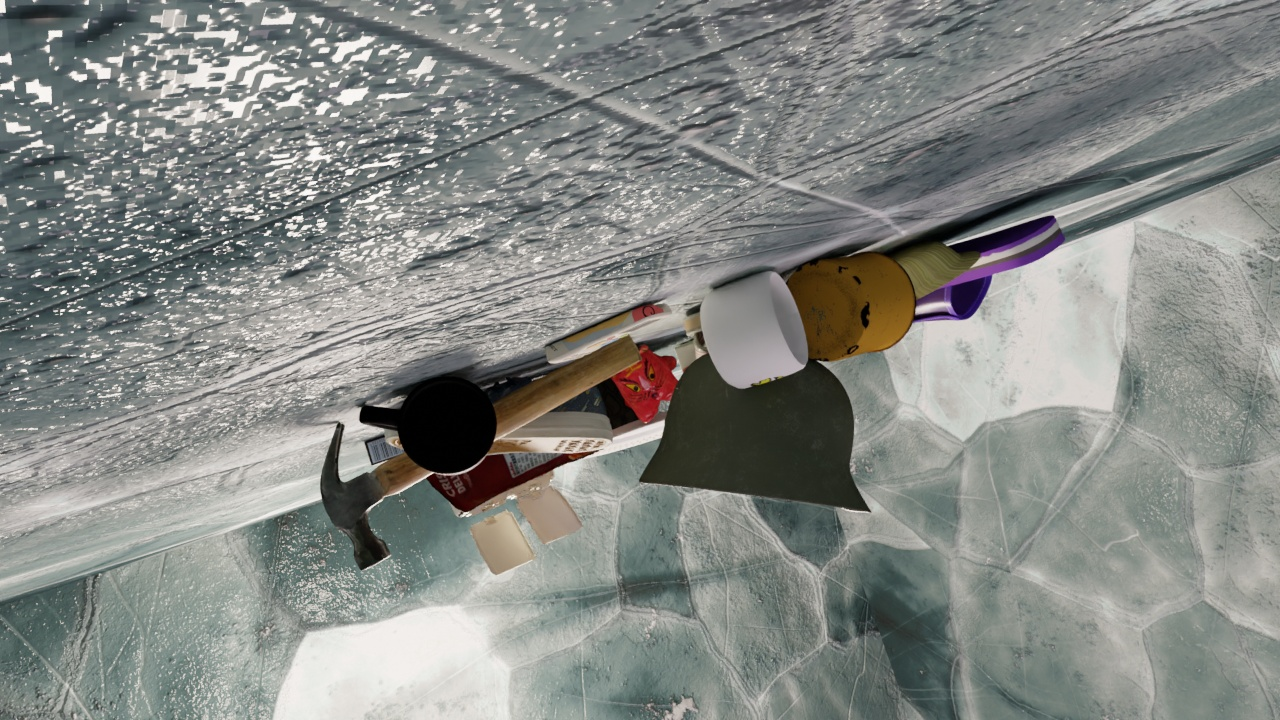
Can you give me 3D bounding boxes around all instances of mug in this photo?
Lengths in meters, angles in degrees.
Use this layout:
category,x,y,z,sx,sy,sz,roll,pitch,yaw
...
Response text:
category,x,y,z,sx,sy,sz,roll,pitch,yaw
mug,-0.188,0.057,0.810,0.118,0.081,0.098,10,171,-9
mug,0.103,-0.028,0.819,0.068,0.094,0.115,-19,-176,23
mug,0.188,-0.049,0.891,0.124,0.100,0.093,-16,177,43

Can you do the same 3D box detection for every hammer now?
category,x,y,z,sx,sy,sz,roll,pitch,yaw
hammer,-0.149,0.061,0.884,0.330,0.132,0.033,-29,177,-12

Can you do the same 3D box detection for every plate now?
category,x,y,z,sx,sy,sz,roll,pitch,yaw
plate,0.275,-0.092,1.006,0.184,0.036,0.184,-27,-173,3
plate,0.018,0.090,1.251,0.242,0.016,0.242,-18,171,-3

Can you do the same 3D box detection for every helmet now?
category,x,y,z,sx,sy,sz,roll,pitch,yaw
helmet,0.118,0.063,0.933,0.227,0.153,0.268,9,171,-12

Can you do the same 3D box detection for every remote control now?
category,x,y,z,sx,sy,sz,roll,pitch,yaw
remote control,-0.029,-0.024,0.797,0.126,0.018,0.038,-22,175,33

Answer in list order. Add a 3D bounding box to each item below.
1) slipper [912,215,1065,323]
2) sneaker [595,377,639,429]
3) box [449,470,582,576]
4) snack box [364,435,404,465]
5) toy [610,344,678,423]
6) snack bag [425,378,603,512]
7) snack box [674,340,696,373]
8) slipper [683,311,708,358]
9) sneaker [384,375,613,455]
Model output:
category,x,y,z,sx,sy,sz,roll,pitch,yaw
slipper,0.378,-0.087,1.079,0.107,0.084,0.267,-33,-171,-31
sneaker,-0.086,0.083,1.366,0.238,0.101,0.143,-14,172,1
box,-0.170,0.172,1.196,0.144,0.187,0.058,-21,162,-30
snack box,-0.257,0.092,1.209,0.186,0.031,0.101,-19,176,-4
toy,-0.007,0.007,1.159,0.088,0.094,0.133,-45,-155,-2
snack bag,-0.152,0.084,1.021,0.207,0.139,0.067,-17,145,-37
snack box,0.165,0.003,1.395,0.229,0.110,0.062,-15,176,-42
slipper,0.111,-0.037,1.029,0.115,0.052,0.262,-21,176,13
sneaker,-0.145,0.053,0.955,0.235,0.079,0.088,0,160,-14
